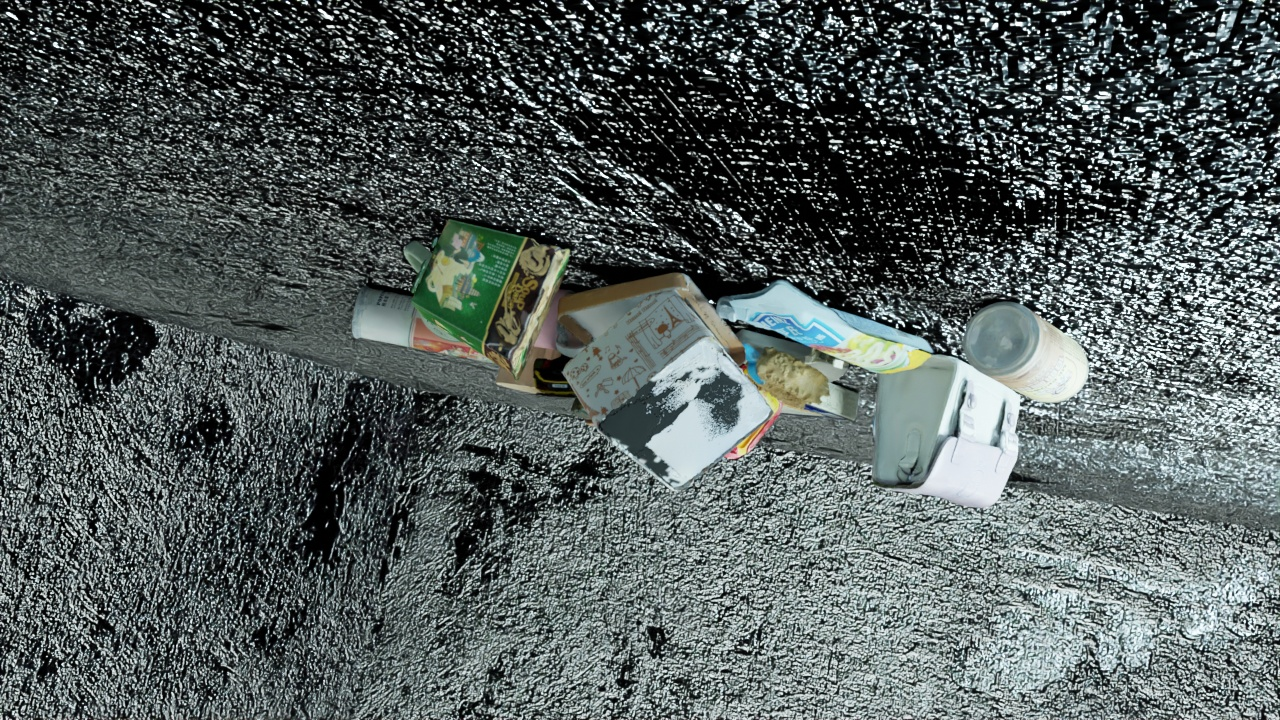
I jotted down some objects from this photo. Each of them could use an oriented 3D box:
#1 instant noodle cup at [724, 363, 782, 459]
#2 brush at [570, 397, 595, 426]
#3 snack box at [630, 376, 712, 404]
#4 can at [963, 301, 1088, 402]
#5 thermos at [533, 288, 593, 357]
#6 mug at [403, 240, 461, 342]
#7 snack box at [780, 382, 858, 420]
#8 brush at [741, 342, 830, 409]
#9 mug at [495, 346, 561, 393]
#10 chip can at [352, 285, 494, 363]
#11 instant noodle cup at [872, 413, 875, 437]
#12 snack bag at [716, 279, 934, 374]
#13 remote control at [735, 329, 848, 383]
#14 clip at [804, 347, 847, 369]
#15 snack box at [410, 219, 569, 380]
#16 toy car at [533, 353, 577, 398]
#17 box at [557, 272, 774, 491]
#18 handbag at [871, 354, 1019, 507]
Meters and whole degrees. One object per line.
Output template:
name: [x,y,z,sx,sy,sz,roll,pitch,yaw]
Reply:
instant noodle cup: [0.099,0.048,1.190,0.116,0.116,0.124,50,164,-32]
brush: [-0.050,0.059,1.205,0.073,0.063,0.146,23,171,-7]
snack box: [0.044,0.027,1.022,0.077,0.093,0.094,39,-167,10]
can: [0.304,-0.004,0.720,0.059,0.058,0.116,4,170,45]
thermos: [-0.121,-0.042,0.977,0.199,0.087,0.067,10,130,20]
mug: [-0.186,-0.071,0.898,0.112,0.082,0.106,43,168,-8]
snack box: [0.188,0.044,1.318,0.183,0.045,0.177,4,170,44]
brush: [0.091,-0.011,0.971,0.254,0.046,0.083,24,172,-19]
mug: [-0.115,-0.015,1.079,0.084,0.103,0.125,13,172,-19]
chip can: [-0.264,-0.044,1.215,0.214,0.071,0.071,11,173,-4]
instant noodle cup: [0.382,0.087,1.219,0.099,0.099,0.110,14,165,-23]
snack bag: [0.164,-0.030,0.830,0.190,0.039,0.110,17,175,-27]
remote control: [0.165,-0.004,1.038,0.135,0.019,0.056,13,156,-11]
clip: [0.186,-0.011,0.961,0.076,0.034,0.103,8,-179,5]
snack box: [-0.132,-0.060,0.797,0.105,0.118,0.117,24,172,-3]
toy car: [-0.062,0.012,0.975,0.071,0.041,0.155,2,-170,12]
box: [0.016,-0.002,0.867,0.158,0.148,0.181,52,-176,38]
handbag: [0.335,0.080,0.993,0.099,0.145,0.196,8,174,43]
